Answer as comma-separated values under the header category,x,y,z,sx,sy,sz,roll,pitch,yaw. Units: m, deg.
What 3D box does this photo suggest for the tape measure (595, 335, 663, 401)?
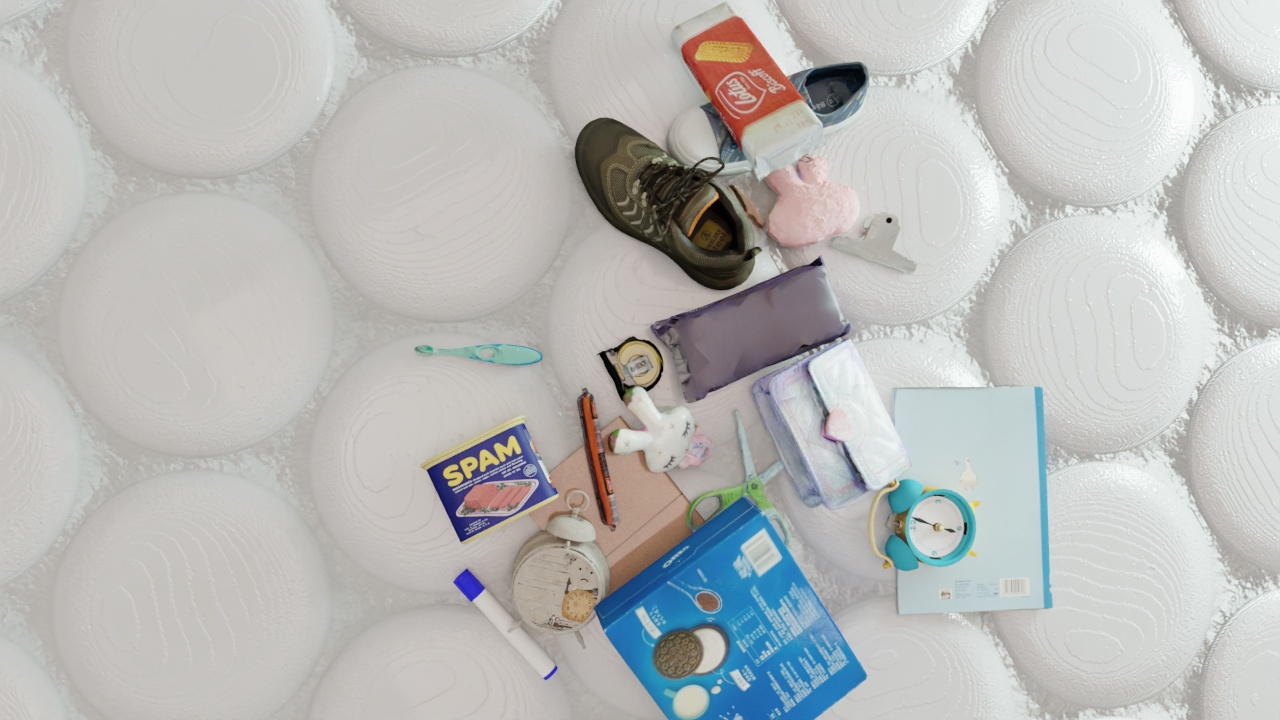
category,x,y,z,sx,sy,sz,roll,pitch,yaw
tape measure,-0.006,0.006,0.983,0.061,0.034,0.061,-29,91,-9

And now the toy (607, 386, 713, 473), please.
category,x,y,z,sx,sy,sz,roll,pitch,yaw
toy,0.025,0.080,0.970,0.122,0.038,0.079,24,82,-26

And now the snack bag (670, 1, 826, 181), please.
category,x,y,z,sx,sy,sz,roll,pitch,yaw
snack bag,0.106,-0.285,0.949,0.077,0.041,0.225,-27,55,3

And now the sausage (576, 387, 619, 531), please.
category,x,y,z,sx,sy,sz,roll,pitch,yaw
sausage,-0.046,0.105,0.970,0.020,0.020,0.155,-12,88,-7

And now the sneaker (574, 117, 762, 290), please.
category,x,y,z,sx,sy,sz,roll,pitch,yaw
sneaker,0.028,-0.165,0.941,0.238,0.143,0.101,40,84,-3

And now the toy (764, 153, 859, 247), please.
category,x,y,z,sx,sy,sz,roll,pitch,yaw
toy,0.183,-0.177,1.009,0.108,0.053,0.105,-16,77,-5

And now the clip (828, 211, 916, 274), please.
category,x,y,z,sx,sy,sz,roll,pitch,yaw
clip,0.267,-0.137,1.023,0.101,0.045,0.055,17,98,-6

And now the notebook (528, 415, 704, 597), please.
category,x,y,z,sx,sy,sz,roll,pitch,yaw
notebook,-0.011,0.185,0.985,0.141,0.008,0.209,-39,92,-7

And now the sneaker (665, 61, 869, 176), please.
category,x,y,z,sx,sy,sz,roll,pitch,yaw
sneaker,0.144,-0.264,0.992,0.235,0.079,0.087,-19,89,-8

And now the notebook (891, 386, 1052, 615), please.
category,x,y,z,sx,sy,sz,roll,pitch,yaw
notebook,0.373,0.156,1.032,0.181,0.009,0.253,0,87,-6

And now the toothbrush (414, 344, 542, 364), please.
category,x,y,z,sx,sy,sz,roll,pitch,yaw
toothbrush,-0.172,-0.008,0.972,0.135,0.017,0.022,3,83,-6

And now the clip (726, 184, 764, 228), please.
category,x,y,z,sx,sy,sz,roll,pitch,yaw
clip,0.116,-0.166,1.012,0.052,0.026,0.059,6,87,-8

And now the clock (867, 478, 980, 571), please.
category,x,y,z,sx,sy,sz,roll,pitch,yaw
clock,0.308,0.180,0.998,0.129,0.044,0.099,6,86,-12

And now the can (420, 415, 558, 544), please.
category,x,y,z,sx,sy,sz,roll,pitch,yaw
can,-0.152,0.123,0.942,0.116,0.056,0.092,-26,85,-6

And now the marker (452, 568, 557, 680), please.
category,x,y,z,sx,sy,sz,roll,pitch,yaw
marker,-0.141,0.277,0.959,0.020,0.020,0.141,-42,92,-7

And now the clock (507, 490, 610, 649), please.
category,x,y,z,sx,sy,sz,roll,pitch,yaw
clock,-0.079,0.210,0.940,0.103,0.061,0.157,13,95,-1

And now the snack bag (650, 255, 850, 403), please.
category,x,y,z,sx,sy,sz,roll,pitch,yaw
snack bag,0.123,-0.035,0.988,0.205,0.058,0.096,-23,91,-8

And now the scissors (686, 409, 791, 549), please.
category,x,y,z,sx,sy,sz,roll,pitch,yaw
scissors,0.126,0.141,1.001,0.171,0.023,0.172,-35,89,-10

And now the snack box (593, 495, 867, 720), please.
category,x,y,z,sx,sy,sz,roll,pitch,yaw
snack box,0.096,0.291,0.940,0.195,0.056,0.239,-35,108,-7

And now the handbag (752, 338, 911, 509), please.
category,x,y,z,sx,sy,sz,roll,pitch,yaw
handbag,0.210,0.068,0.987,0.126,0.069,0.158,-24,88,-16
